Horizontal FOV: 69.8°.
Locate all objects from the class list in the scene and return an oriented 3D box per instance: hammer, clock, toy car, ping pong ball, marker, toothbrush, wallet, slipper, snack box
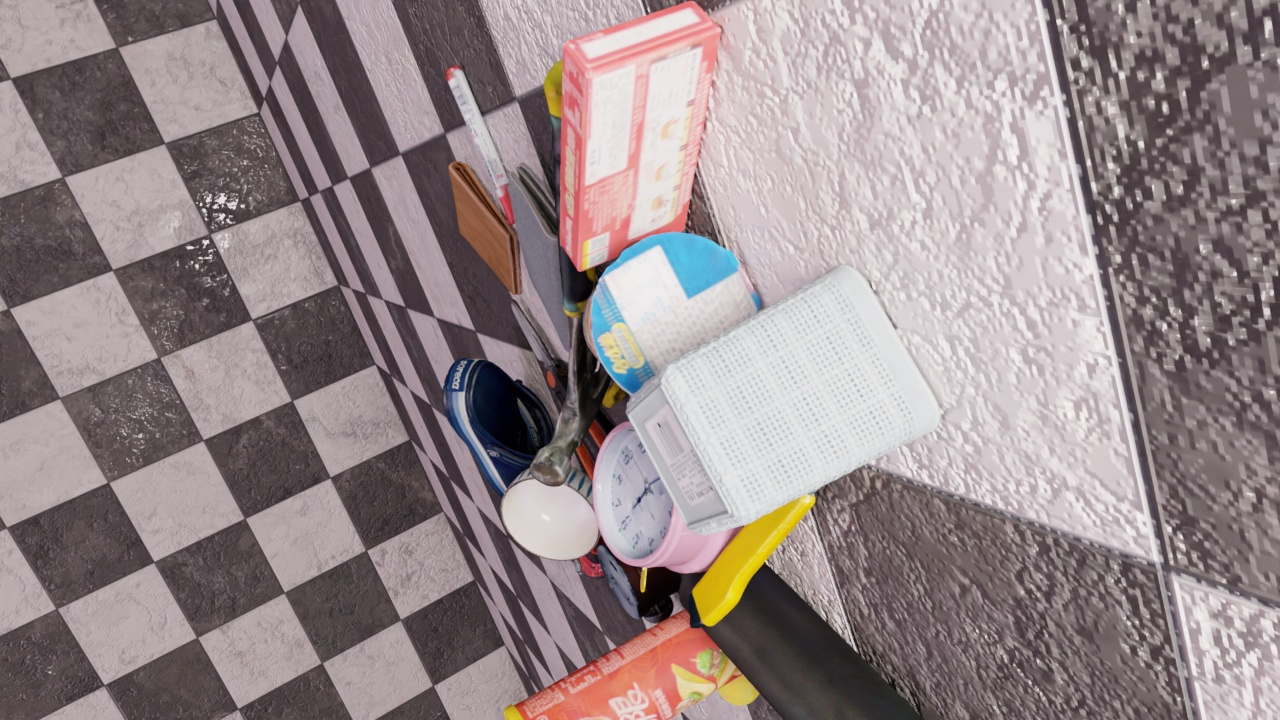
[{"bbox_3d":[-0.044,-0.054,0.630,0.032,0.125,0.324,16,138,11],"label":"hammer"},{"bbox_3d":[0.000,0.219,0.926,0.082,0.055,0.122,44,153,42],"label":"clock"},{"bbox_3d":[-0.069,0.211,1.092,0.120,0.052,0.045,34,124,43],"label":"toy car"},{"bbox_3d":[0.087,0.282,0.807,0.040,0.040,0.040,51,157,32],"label":"ping pong ball"},{"bbox_3d":[-0.138,-0.191,0.820,0.145,0.017,0.017,67,160,-10],"label":"marker"},{"bbox_3d":[-0.004,0.004,0.730,0.015,0.016,0.190,61,159,10],"label":"toothbrush"},{"bbox_3d":[-0.157,-0.133,0.938,0.115,0.020,0.101,51,158,25],"label":"wallet"},{"bbox_3d":[0.024,0.079,0.638,0.159,0.059,0.117,-58,44,32],"label":"clock"},{"bbox_3d":[-0.071,-0.085,0.751,0.130,0.037,0.106,85,159,-50],"label":"wallet"},{"bbox_3d":[-0.146,0.082,1.076,0.095,0.104,0.253,3,145,21],"label":"slipper"},{"bbox_3d":[-0.005,-0.114,0.495,0.025,0.075,0.153,56,159,24],"label":"snack box"}]

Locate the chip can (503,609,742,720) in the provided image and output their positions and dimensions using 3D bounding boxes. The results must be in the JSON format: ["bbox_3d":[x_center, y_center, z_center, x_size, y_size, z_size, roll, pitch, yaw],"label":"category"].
[{"bbox_3d":[0.002,0.252,0.722,0.073,0.216,0.073,50,155,34],"label":"chip can"}]

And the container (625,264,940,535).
[{"bbox_3d":[0.063,0.025,0.445,0.090,0.111,0.090,61,160,7],"label":"container"}]

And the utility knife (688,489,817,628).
[{"bbox_3d":[0.074,0.121,0.590,0.177,0.015,0.033,-59,38,37],"label":"utility knife"}]

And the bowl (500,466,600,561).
[{"bbox_3d":[-0.093,0.161,1.037,0.066,0.117,0.116,-63,-38,-57],"label":"bowl"}]

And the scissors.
[{"bbox_3d":[-0.072,0.019,0.921,0.140,0.021,0.235,-27,85,62],"label":"scissors"}]

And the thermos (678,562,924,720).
[{"bbox_3d":[0.114,0.209,0.596,0.090,0.068,0.242,43,177,-42],"label":"thermos"}]

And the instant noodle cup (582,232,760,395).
[{"bbox_3d":[0.009,-0.023,0.562,0.099,0.099,0.110,66,168,-6],"label":"instant noodle cup"}]
